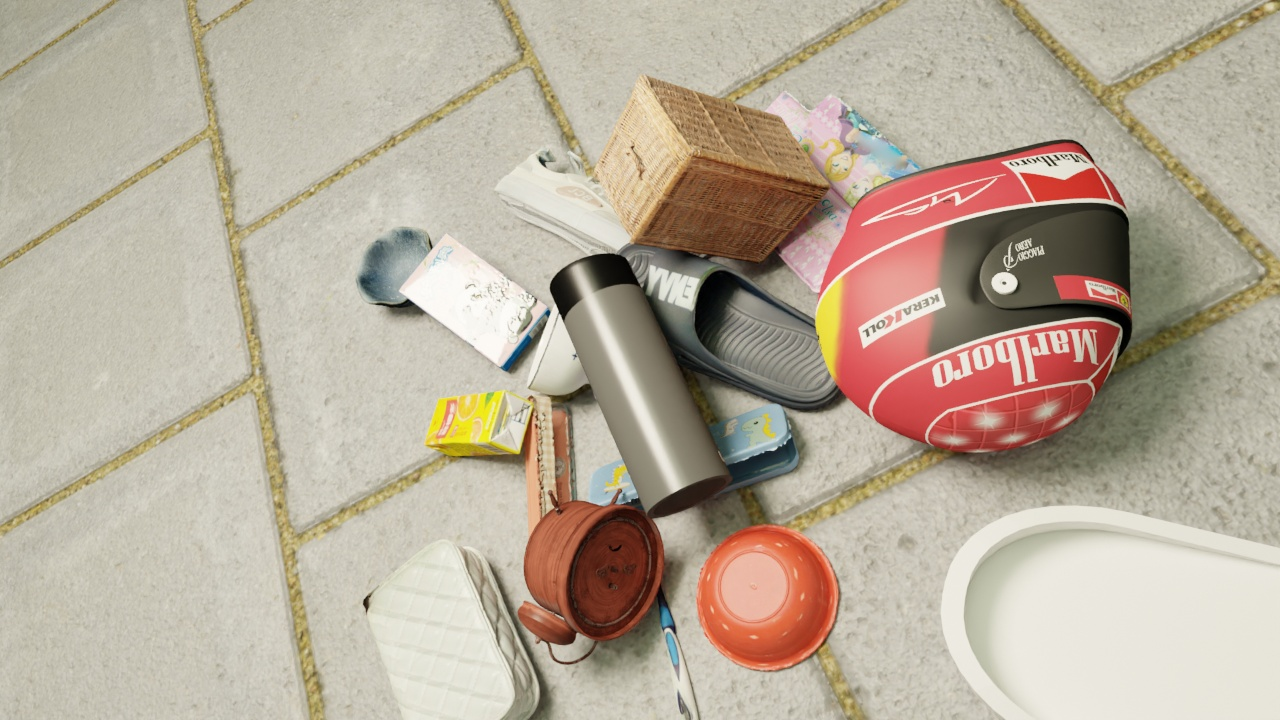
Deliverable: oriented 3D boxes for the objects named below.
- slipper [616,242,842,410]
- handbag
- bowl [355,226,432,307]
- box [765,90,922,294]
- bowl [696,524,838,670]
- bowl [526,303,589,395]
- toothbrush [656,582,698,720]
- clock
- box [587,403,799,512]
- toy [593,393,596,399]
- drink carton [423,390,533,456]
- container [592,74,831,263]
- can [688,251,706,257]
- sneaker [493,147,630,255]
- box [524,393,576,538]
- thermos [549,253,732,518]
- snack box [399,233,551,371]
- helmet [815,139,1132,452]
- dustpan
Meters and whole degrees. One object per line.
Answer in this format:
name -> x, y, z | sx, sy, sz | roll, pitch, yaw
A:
slipper -> 0.074, -0.037, 0.889 | 0.268, 0.083, 0.110 | 28, 89, 18
handbag -> -0.181, 0.281, 0.879 | 0.139, 0.072, 0.194 | -39, 58, 12
bowl -> -0.287, -0.105, 1.116 | 0.110, 0.055, 0.110 | -10, 62, 19
box -> 0.178, -0.193, 0.957 | 0.159, 0.035, 0.230 | -45, 57, 13
bowl -> 0.106, 0.203, 0.809 | 0.131, 0.045, 0.130 | -10, 62, 19
bowl -> -0.072, -0.014, 0.962 | 0.063, 0.114, 0.113 | 20, 71, -10
toothbrush -> 0.024, 0.246, 0.839 | 0.016, 0.017, 0.188 | -21, 59, 11
clock -> -0.047, 0.197, 0.821 | 0.072, 0.120, 0.157 | 9, 91, 45
box -> 0.045, 0.096, 0.880 | 0.210, 0.059, 0.068 | -20, 58, 12
toy -> -0.006, 0.006, 0.958 | 0.080, 0.036, 0.099 | 17, 77, 18
drink carton -> -0.172, 0.068, 0.966 | 0.135, 0.043, 0.058 | -8, 61, 47
container -> 0.065, -0.177, 0.881 | 0.113, 0.198, 0.113 | -52, 50, 34
can -> 0.041, -0.162, 1.001 | 0.064, 0.064, 0.104 | -24, 59, 10
sneaker -> -0.058, -0.175, 1.035 | 0.242, 0.089, 0.090 | 32, 79, 32
box -> -0.090, 0.128, 0.940 | 0.056, 0.063, 0.187 | -35, 52, 48
thermos -> -0.004, 0.018, 0.846 | 0.082, 0.082, 0.240 | -28, 68, 8
snack box -> -0.187, -0.066, 1.040 | 0.154, 0.033, 0.088 | 36, 83, 11
helmet -> 0.285, -0.039, 0.763 | 0.271, 0.198, 0.224 | -14, 61, 6
dustpan -> 0.364, 0.210, 0.693 | 0.258, 0.053, 0.191 | 9, 70, 26
